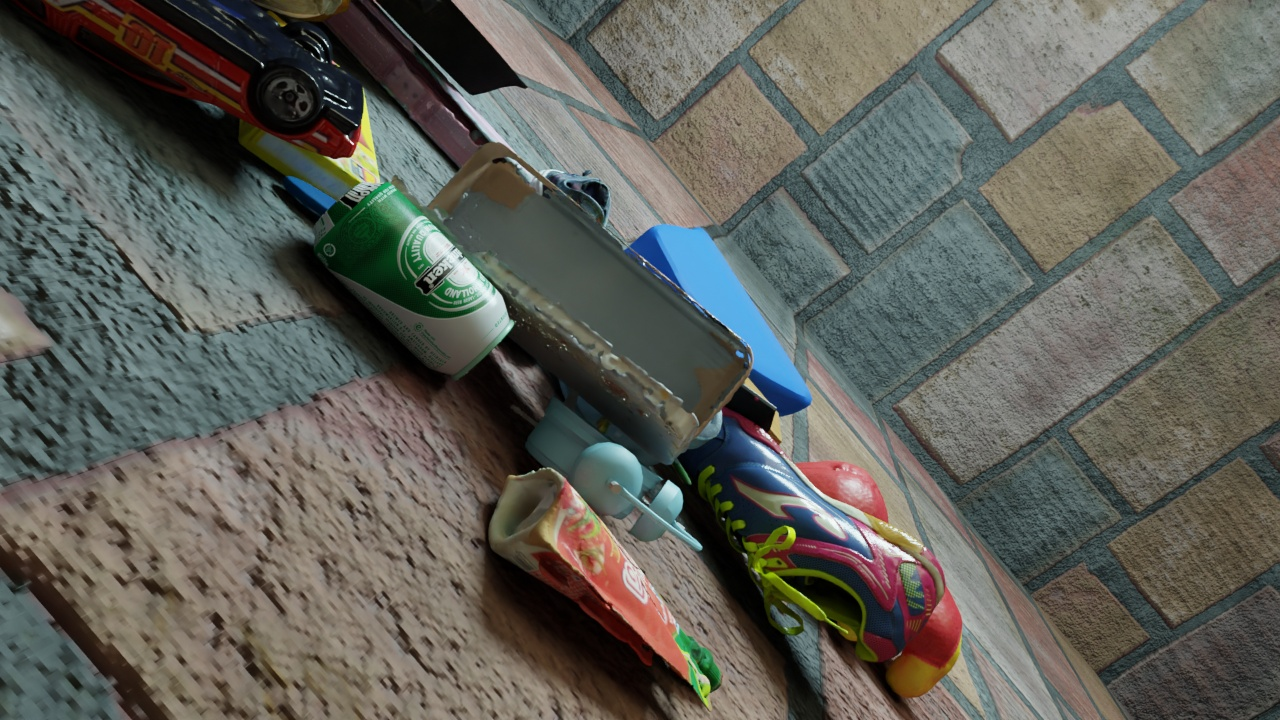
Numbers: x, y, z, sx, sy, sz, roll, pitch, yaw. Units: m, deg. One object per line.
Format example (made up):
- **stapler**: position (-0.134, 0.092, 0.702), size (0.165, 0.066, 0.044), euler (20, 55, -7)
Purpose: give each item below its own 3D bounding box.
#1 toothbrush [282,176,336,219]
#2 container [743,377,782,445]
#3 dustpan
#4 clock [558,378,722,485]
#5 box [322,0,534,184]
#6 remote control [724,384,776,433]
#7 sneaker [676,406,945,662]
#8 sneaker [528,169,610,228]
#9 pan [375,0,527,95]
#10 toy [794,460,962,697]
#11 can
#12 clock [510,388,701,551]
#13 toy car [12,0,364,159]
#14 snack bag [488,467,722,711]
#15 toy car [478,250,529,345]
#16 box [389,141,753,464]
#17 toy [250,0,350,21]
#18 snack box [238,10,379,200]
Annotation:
- **toothbrush**: position (-0.138, -0.056, 0.501), size (0.132, 0.016, 0.021), euler (44, 13, -28)
- **container**: position (0.084, 0.059, 0.808), size (0.063, 0.061, 0.113), euler (49, 14, -6)
- **dustpan**: position (0.032, -0.055, 0.882), size (0.257, 0.060, 0.245), euler (14, 42, -56)
- **clock**: position (-0.004, 0.004, 0.634), size (0.118, 0.060, 0.161), euler (35, 29, -36)
- **box**: position (-0.179, -0.234, 0.784), size (0.233, 0.046, 0.098), euler (47, 15, -12)
- **remote control**: position (0.071, 0.061, 0.702), size (0.039, 0.010, 0.125), euler (36, -33, 12)
- **sneaker**: position (0.086, 0.110, 0.633), size (0.242, 0.090, 0.116), euler (34, -30, 29)
- **sneaker**: position (-0.059, -0.138, 0.841), size (0.087, 0.079, 0.235), euler (46, 14, -17)
- **pan**: position (-0.185, -0.289, 0.721), size (0.248, 0.043, 0.356), euler (44, 5, -24)
- **toy**: position (0.188, 0.172, 0.782), size (0.216, 0.099, 0.147), euler (53, 5, -9)
- **can**: position (-0.114, -0.040, 0.459), size (0.101, 0.053, 0.053), euler (47, 14, -13)
- **clock**: position (-0.012, 0.060, 0.478), size (0.123, 0.042, 0.087), euler (35, -5, 37)
- **toy car**: position (-0.215, -0.159, 0.423), size (0.189, 0.056, 0.081), euler (29, 24, -30)
- **snack bag**: position (-0.007, 0.115, 0.436), size (0.155, 0.044, 0.087), euler (50, 0, -28)
- **toy car**: position (-0.086, -0.045, 0.595), size (0.091, 0.036, 0.042), euler (51, 14, 4)
- **box**: position (-0.036, -0.041, 0.532), size (0.216, 0.107, 0.095), euler (40, -29, 9)
- **toy**: position (-0.232, -0.259, 0.587), size (0.132, 0.076, 0.176), euler (19, 2, -10)
- **snack box**: position (-0.195, -0.147, 0.541), size (0.075, 0.025, 0.152), euler (38, 18, -40)
